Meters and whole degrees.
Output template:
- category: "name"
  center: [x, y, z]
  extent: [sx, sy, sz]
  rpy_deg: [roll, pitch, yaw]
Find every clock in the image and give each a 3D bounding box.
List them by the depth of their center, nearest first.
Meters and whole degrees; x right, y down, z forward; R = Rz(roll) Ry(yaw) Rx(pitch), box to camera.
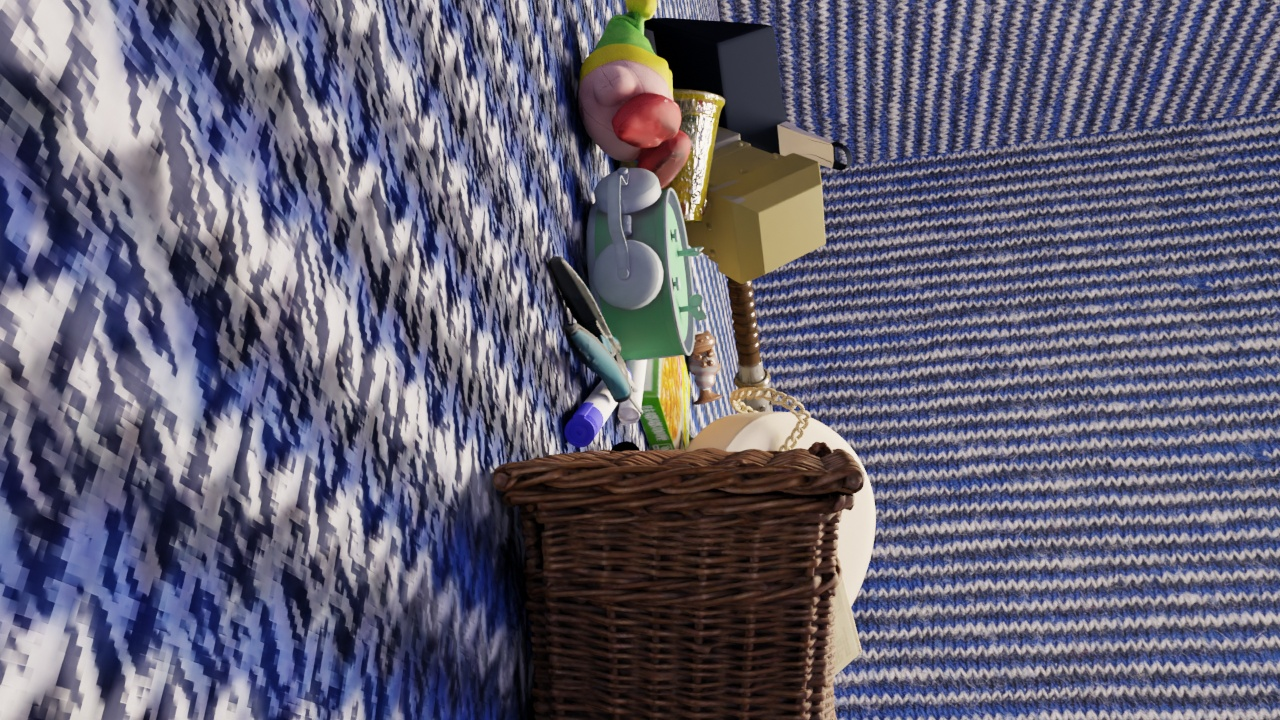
- category: "clock"
  center: [0.003, -0.070, 0.656]
  extent: [0.162, 0.075, 0.121]
  rpy_deg: [64, 23, -62]

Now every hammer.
- category: "hammer"
  center: [0.108, -0.058, 0.963]
  extent: [0.190, 0.100, 0.325]
  rpy_deg: [37, -33, 48]

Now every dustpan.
- category: "dustpan"
  center: [0.113, -0.243, 0.996]
  extent: [0.273, 0.080, 0.237]
  rpy_deg: [45, -27, 51]

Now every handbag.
- category: "handbag"
  center: [0.127, 0.154, 0.852]
  extent: [0.210, 0.104, 0.208]
  rpy_deg: [30, 70, -28]

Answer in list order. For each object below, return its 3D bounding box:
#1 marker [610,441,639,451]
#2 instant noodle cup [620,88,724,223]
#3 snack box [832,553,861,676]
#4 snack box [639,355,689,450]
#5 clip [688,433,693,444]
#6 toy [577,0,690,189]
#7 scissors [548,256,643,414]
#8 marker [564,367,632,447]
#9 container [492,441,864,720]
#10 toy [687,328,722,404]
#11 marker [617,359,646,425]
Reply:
- category: "marker"
  center: [-0.001, 0.097, 0.692]
  extent: [0.126, 0.025, 0.025]
  rpy_deg: [71, 17, -55]
- category: "instant noodle cup"
  center: [0.023, -0.177, 0.805]
  extent: [0.102, 0.102, 0.108]
  rpy_deg: [-35, 128, -79]
- category: "snack box"
  center: [0.090, 0.207, 0.729]
  extent: [0.055, 0.153, 0.207]
  rpy_deg: [35, -27, 48]
- category: "snack box"
  center: [0.023, 0.027, 0.864]
  extent: [0.168, 0.027, 0.131]
  rpy_deg: [73, 16, -52]
- category: "clip"
  center: [0.063, 0.119, 1.005]
  extent: [0.163, 0.108, 0.027]
  rpy_deg: [80, 9, -49]
- category: "toy"
  center: [-0.002, -0.200, 0.679]
  extent: [0.131, 0.097, 0.124]
  rpy_deg: [60, 8, 25]
- category: "scissors"
  center: [-0.026, -0.008, 0.572]
  extent: [0.149, 0.019, 0.122]
  rpy_deg: [-48, 118, -80]
- category: "marker"
  center: [-0.025, 0.026, 0.604]
  extent: [0.141, 0.020, 0.020]
  rpy_deg: [-55, 139, -75]
- category: "container"
  center: [0.034, 0.140, 0.498]
  extent: [0.250, 0.162, 0.183]
  rpy_deg: [20, 69, -78]
- category: "toy"
  center: [0.080, 0.006, 1.175]
  extent: [0.055, 0.041, 0.102]
  rpy_deg: [-172, -113, -77]
- category: "marker"
  center: [-0.004, 0.004, 0.749]
  extent: [0.020, 0.017, 0.133]
  rpy_deg: [-58, -165, 34]
